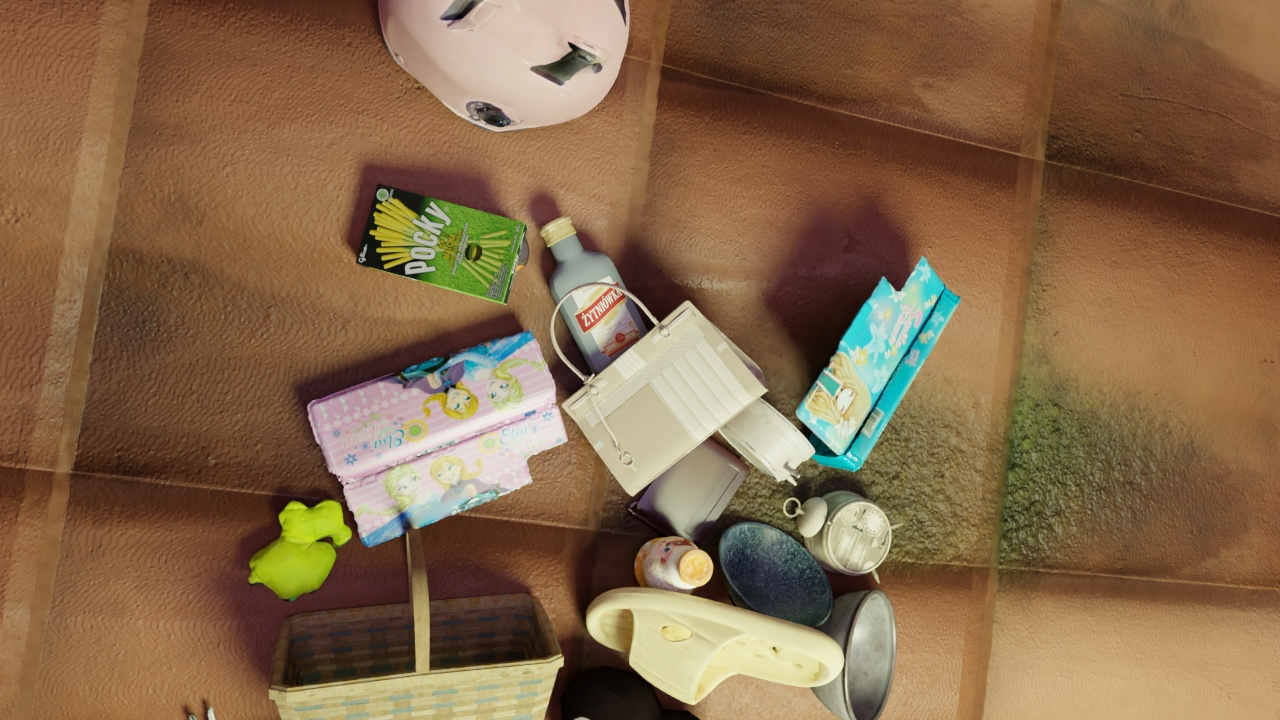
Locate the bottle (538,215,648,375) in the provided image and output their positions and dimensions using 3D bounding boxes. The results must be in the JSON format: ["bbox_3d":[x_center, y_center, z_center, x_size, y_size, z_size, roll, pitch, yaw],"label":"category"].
[{"bbox_3d":[-0.053,-0.070,0.947,0.072,0.046,0.161,-29,97,-14],"label":"bottle"}]

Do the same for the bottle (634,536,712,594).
[{"bbox_3d":[0.036,0.210,0.933,0.063,0.109,0.063,4,77,-18],"label":"bottle"}]

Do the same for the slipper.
[{"bbox_3d":[0.068,0.291,0.903,0.261,0.111,0.079,9,43,7],"label":"slipper"}]

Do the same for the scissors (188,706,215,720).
[{"bbox_3d":[-0.400,0.410,0.857,0.117,0.014,0.161,-42,103,-13],"label":"scissors"}]

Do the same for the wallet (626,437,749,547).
[{"bbox_3d":[0.053,0.139,0.990,0.091,0.018,0.115,36,82,-13],"label":"wallet"}]

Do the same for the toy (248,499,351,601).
[{"bbox_3d":[-0.323,0.180,0.872,0.094,0.036,0.093,-2,85,-23],"label":"toy"}]

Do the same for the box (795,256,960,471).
[{"bbox_3d":[0.255,0.004,0.978,0.085,0.170,0.227,30,79,20],"label":"box"}]

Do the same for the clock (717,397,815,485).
[{"bbox_3d":[0.110,0.070,0.974,0.157,0.103,0.061,41,85,14],"label":"clock"}]

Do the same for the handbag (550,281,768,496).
[{"bbox_3d":[-0.005,0.005,0.910,0.176,0.062,0.198,-39,104,13],"label":"handbag"}]

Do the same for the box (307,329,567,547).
[{"bbox_3d":[-0.189,0.076,0.900,0.230,0.063,0.160,-20,95,-15],"label":"box"}]

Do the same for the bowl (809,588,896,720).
[{"bbox_3d":[0.220,0.316,0.990,0.144,0.067,0.145,0,90,-55],"label":"bowl"}]

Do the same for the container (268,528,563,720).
[{"bbox_3d":[-0.205,0.258,0.846,0.249,0.157,0.186,-1,100,-16],"label":"container"}]

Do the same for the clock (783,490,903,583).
[{"bbox_3d":[0.219,0.186,1.017,0.140,0.055,0.093,26,82,-16],"label":"clock"}]

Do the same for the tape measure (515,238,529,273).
[{"bbox_3d":[-0.142,-0.109,0.926,0.058,0.038,0.058,4,88,-16],"label":"tape measure"}]

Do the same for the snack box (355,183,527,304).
[{"bbox_3d":[-0.193,-0.113,0.895,0.147,0.025,0.080,15,88,1],"label":"snack box"}]

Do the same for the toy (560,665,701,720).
[{"bbox_3d":[0.007,0.377,0.913,0.184,0.159,0.140,43,90,7],"label":"toy"}]

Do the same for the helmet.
[{"bbox_3d":[-0.116,-0.352,0.887,0.255,0.153,0.229,30,78,-20],"label":"helmet"}]

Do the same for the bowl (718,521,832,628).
[{"bbox_3d":[0.131,0.243,0.979,0.137,0.136,0.057,21,123,-15],"label":"bowl"}]
